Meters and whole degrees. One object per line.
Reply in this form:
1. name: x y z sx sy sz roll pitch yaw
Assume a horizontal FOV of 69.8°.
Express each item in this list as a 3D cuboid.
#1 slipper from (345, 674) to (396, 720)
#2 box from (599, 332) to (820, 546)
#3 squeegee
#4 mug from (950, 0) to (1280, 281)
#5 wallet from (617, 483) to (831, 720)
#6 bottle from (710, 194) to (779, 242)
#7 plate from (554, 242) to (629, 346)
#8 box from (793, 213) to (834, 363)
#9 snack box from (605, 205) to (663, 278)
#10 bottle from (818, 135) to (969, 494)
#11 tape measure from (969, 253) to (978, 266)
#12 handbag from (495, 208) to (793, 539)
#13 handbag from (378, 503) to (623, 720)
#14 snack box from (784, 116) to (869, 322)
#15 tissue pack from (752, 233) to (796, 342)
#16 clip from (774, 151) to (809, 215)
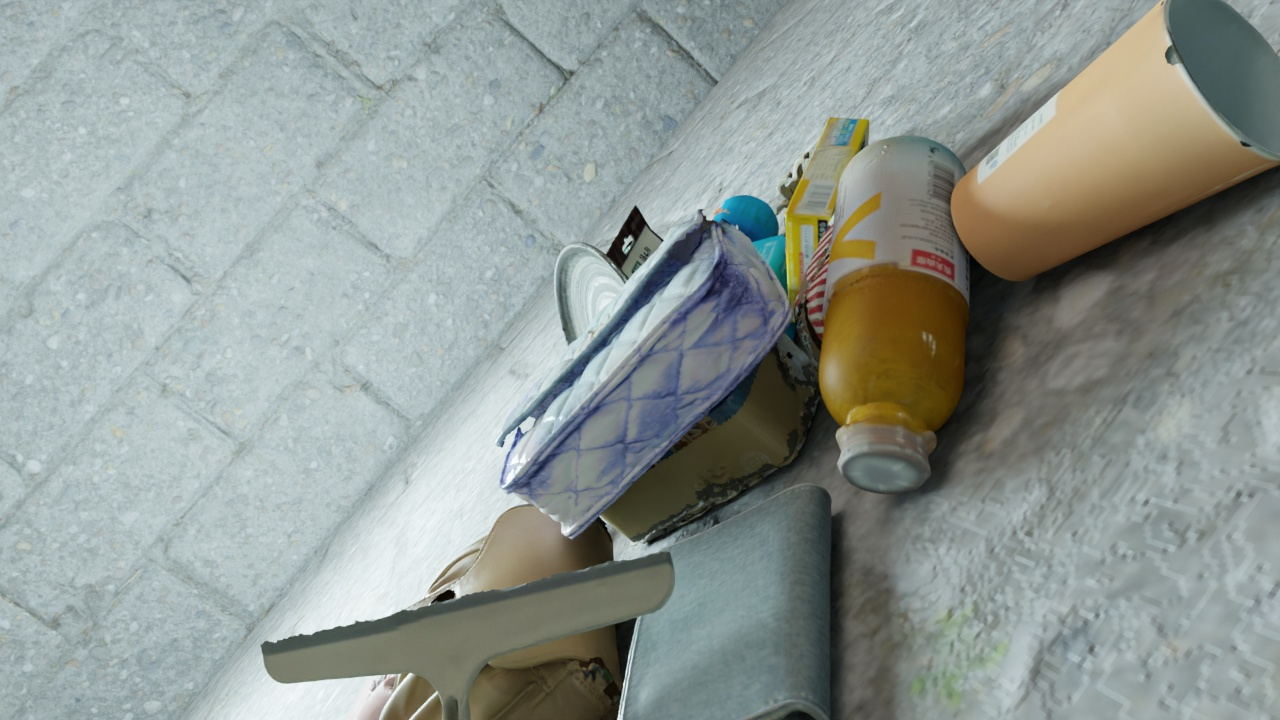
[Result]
1. slipper: -0.177 0.251 0.725 0.275 0.054 0.114 -42 14 30
2. box: 0.031 0.052 0.587 0.185 0.059 0.089 -37 17 40
3. squeegee: -0.088 0.222 0.383 0.247 0.039 0.246 -18 49 23
4. mug: 0.197 -0.087 0.393 0.123 0.078 0.078 -39 15 54
5. wallet: 0.039 0.121 0.406 0.107 0.037 0.129 -31 21 26
6. bottle: 0.070 -0.069 0.802 0.065 0.065 0.218 -39 15 39
7. plate: -0.017 -0.013 0.744 0.024 0.179 0.180 -23 2 -23
8. box: 0.132 -0.054 0.542 0.058 0.071 0.163 -7 36 42
9. snack box: 0.014 -0.061 0.831 0.053 0.125 0.113 -43 14 35
10. bottle: 0.122 -0.026 0.441 0.068 0.068 0.189 -35 32 49
11. tape measure: 0.188 -0.076 0.503 0.058 0.025 0.054 -41 16 50
12. handbag: -0.003 0.003 0.544 0.194 0.075 0.134 -46 13 14
13. handbag: -0.082 0.166 0.532 0.148 0.100 0.204 -39 17 9
14. snack box: 0.132 -0.099 0.639 0.034 0.087 0.140 9 43 22
15. tissue pack: 0.067 -0.030 0.660 0.090 0.063 0.139 -13 34 30
16. clip: 0.138 -0.156 0.828 0.035 0.092 0.103 -51 23 -9
